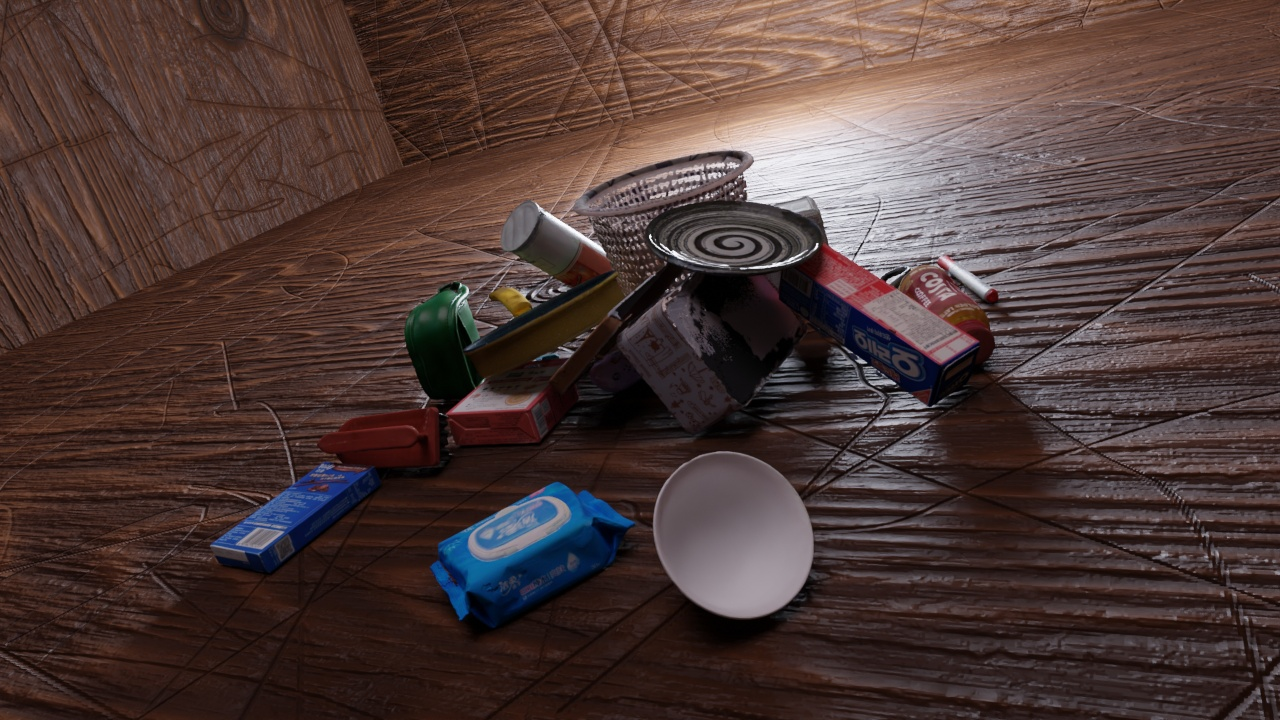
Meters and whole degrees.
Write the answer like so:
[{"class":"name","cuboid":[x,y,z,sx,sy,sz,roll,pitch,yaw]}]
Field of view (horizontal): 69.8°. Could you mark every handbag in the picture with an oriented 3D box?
[{"class":"handbag","cuboid":[-0.239,-0.022,1.159,0.068,0.131,0.120,-7,30,9]}]

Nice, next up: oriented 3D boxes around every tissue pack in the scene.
[{"class":"tissue pack","cuboid":[-0.090,0.151,0.750,0.157,0.052,0.095,-25,24,-20]}]

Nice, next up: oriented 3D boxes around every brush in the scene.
[{"class":"brush","cuboid":[-0.283,0.088,1.005,0.146,0.063,0.069,-6,-8,26]}]

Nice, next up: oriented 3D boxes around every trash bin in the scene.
[{"class":"trash bin","cuboid":[0.050,-0.138,1.151,0.227,0.192,0.227,-14,22,6]}]

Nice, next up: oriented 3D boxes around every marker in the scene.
[{"class":"marker","cuboid":[0.376,-0.095,1.058,0.017,0.017,0.145,-15,22,2]}]

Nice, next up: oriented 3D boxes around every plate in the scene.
[{"class":"plate","cuboid":[0.092,-0.118,0.921,0.179,0.024,0.179,0,30,0]}]

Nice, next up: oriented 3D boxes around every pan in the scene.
[{"class":"pan","cuboid":[-0.138,-0.060,1.126,0.197,0.078,0.358,-29,9,-13]}]

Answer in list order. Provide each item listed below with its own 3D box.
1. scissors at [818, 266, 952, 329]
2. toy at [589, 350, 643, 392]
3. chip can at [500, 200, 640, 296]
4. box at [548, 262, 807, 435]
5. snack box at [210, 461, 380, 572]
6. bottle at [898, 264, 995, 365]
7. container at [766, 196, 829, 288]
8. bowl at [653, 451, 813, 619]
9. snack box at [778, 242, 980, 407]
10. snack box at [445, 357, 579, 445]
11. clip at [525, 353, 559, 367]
[{"class":"scissors","cuboid":[0.287,-0.073,1.075,0.171,0.014,0.159,-11,23,17]},{"class":"toy","cuboid":[-0.006,0.006,1.057,0.108,0.039,0.084,-21,36,-15]},{"class":"chip can","cuboid":[-0.079,-0.128,1.207,0.071,0.214,0.071,-25,52,36]},{"class":"box","cuboid":[0.032,-0.009,0.964,0.193,0.157,0.182,-38,2,43]},{"class":"snack box","cuboid":[-0.354,0.159,0.952,0.085,0.026,0.156,-1,27,34]},{"class":"bottle","cuboid":[0.311,-0.046,0.932,0.057,0.057,0.174,-14,22,6]},{"class":"container","cuboid":[0.193,-0.138,1.157,0.090,0.114,0.090,-13,22,8]},{"class":"bowl","cuboid":[0.057,0.132,0.660,0.118,0.118,0.065,-28,-14,-27]},{"class":"snack box","cuboid":[0.223,-0.039,0.884,0.058,0.057,0.207,-26,47,-26]},{"class":"snack box","cuboid":[-0.138,0.046,1.044,0.113,0.044,0.126,-5,24,28]},{"class":"clip","cuboid":[-0.133,0.004,1.184,0.057,0.015,0.049,-9,25,14]}]
